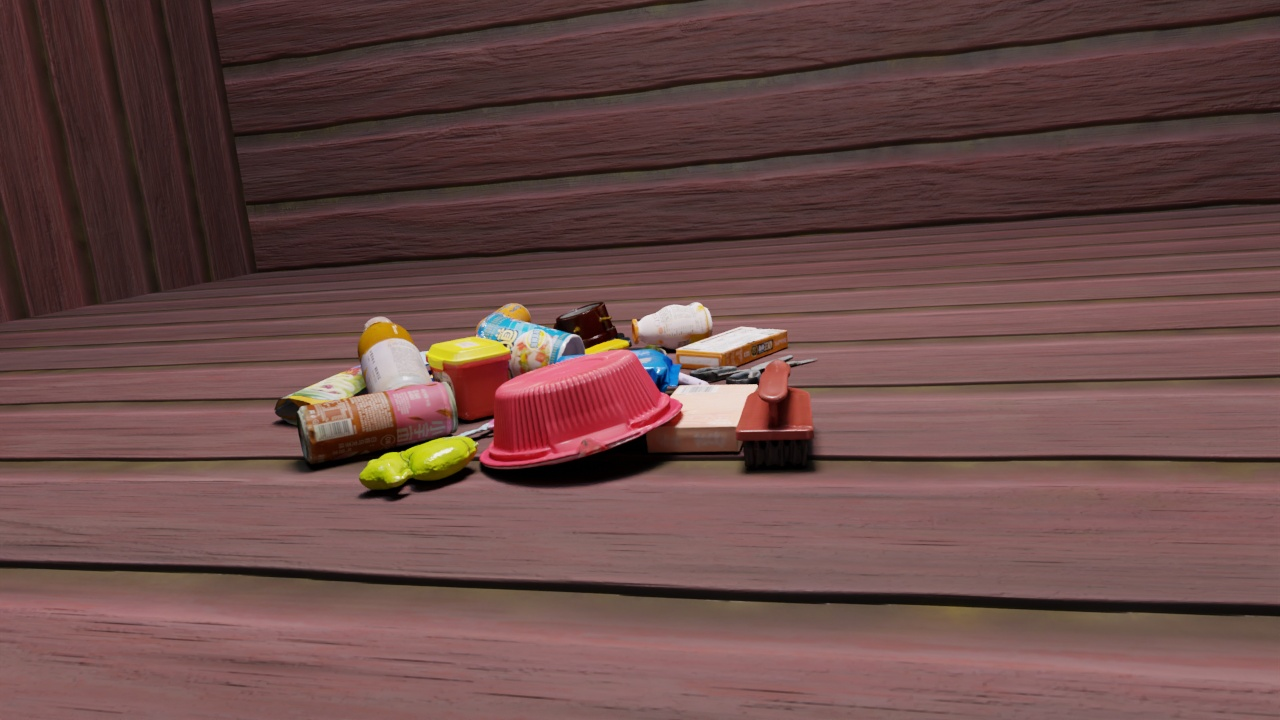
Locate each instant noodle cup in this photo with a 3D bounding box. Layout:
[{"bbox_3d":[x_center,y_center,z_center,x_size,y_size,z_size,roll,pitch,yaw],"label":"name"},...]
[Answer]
[{"bbox_3d":[-0.129,-0.002,1.095,0.110,0.099,0.099,9,16,21],"label":"instant noodle cup"},{"bbox_3d":[-0.062,0.038,0.844,0.194,0.066,0.193,-16,8,2],"label":"instant noodle cup"}]

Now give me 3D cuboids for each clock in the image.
[{"bbox_3d":[-0.083,-0.048,1.336,0.082,0.055,0.122,-23,13,-14],"label":"clock"}]

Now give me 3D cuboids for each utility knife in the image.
[{"bbox_3d":[-0.088,0.000,1.220,0.192,0.015,0.033,-19,17,-32],"label":"utility knife"}]

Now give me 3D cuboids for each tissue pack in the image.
[{"bbox_3d":[-0.032,0.025,0.998,0.157,0.052,0.095,-5,14,3],"label":"tissue pack"}]

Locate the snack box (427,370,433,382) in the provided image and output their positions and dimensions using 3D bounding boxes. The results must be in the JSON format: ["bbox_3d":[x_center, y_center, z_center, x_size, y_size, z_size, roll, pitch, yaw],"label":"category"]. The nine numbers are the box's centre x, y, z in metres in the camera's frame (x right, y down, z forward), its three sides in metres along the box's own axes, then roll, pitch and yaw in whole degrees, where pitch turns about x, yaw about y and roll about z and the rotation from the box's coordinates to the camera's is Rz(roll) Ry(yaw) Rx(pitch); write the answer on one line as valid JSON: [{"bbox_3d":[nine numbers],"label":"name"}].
[{"bbox_3d":[-0.214,0.015,1.186,0.085,0.026,0.156,-1,12,25],"label":"snack box"}]

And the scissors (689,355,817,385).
[{"bbox_3d":[0.137,0.012,1.093,0.159,0.014,0.170,-2,10,4],"label":"scissors"}]

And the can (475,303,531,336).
[{"bbox_3d":[-0.212,-0.052,1.430,0.058,0.058,0.146,-4,12,6],"label":"can"}]

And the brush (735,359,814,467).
[{"bbox_3d":[0.120,0.041,0.808,0.063,0.069,0.145,-2,12,11],"label":"brush"}]

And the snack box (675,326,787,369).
[{"bbox_3d":[0.121,-0.017,1.194,0.075,0.026,0.153,5,16,40],"label":"snack box"}]

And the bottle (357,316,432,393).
[{"bbox_3d":[-0.279,0.007,1.032,0.068,0.068,0.189,-10,32,-21],"label":"bottle"}]

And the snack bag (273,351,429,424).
[{"bbox_3d":[-0.336,0.025,1.107,0.110,0.039,0.190,-8,16,38],"label":"snack bag"}]

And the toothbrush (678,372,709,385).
[{"bbox_3d":[0.032,0.015,1.100,0.021,0.029,0.189,31,-5,-27],"label":"toothbrush"}]

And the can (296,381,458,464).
[{"bbox_3d":[-0.260,0.060,0.910,0.147,0.058,0.058,-11,13,-26],"label":"can"}]

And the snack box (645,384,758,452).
[{"bbox_3d":[0.063,0.053,0.880,0.084,0.026,0.157,-2,12,15],"label":"snack box"}]

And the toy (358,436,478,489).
[{"bbox_3d":[-0.192,0.090,0.806,0.100,0.031,0.096,-10,12,-1],"label":"toy"}]

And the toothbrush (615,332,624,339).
[{"bbox_3d":[-0.027,-0.011,1.278,0.014,0.018,0.189,-6,15,-1],"label":"toothbrush"}]

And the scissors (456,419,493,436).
[{"bbox_3d":[-0.166,0.070,0.936,0.137,0.017,0.077,-18,7,-28],"label":"scissors"}]

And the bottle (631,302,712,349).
[{"bbox_3d":[0.043,-0.046,1.277,0.108,0.063,0.063,-7,12,-9],"label":"bottle"}]

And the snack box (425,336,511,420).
[{"bbox_3d":[-0.187,0.020,1.019,0.081,0.080,0.091,-14,14,-33],"label":"snack box"}]

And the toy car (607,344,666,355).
[{"bbox_3d":[-0.006,0.006,1.097,0.091,0.042,0.035,-5,-12,30],"label":"toy car"}]
